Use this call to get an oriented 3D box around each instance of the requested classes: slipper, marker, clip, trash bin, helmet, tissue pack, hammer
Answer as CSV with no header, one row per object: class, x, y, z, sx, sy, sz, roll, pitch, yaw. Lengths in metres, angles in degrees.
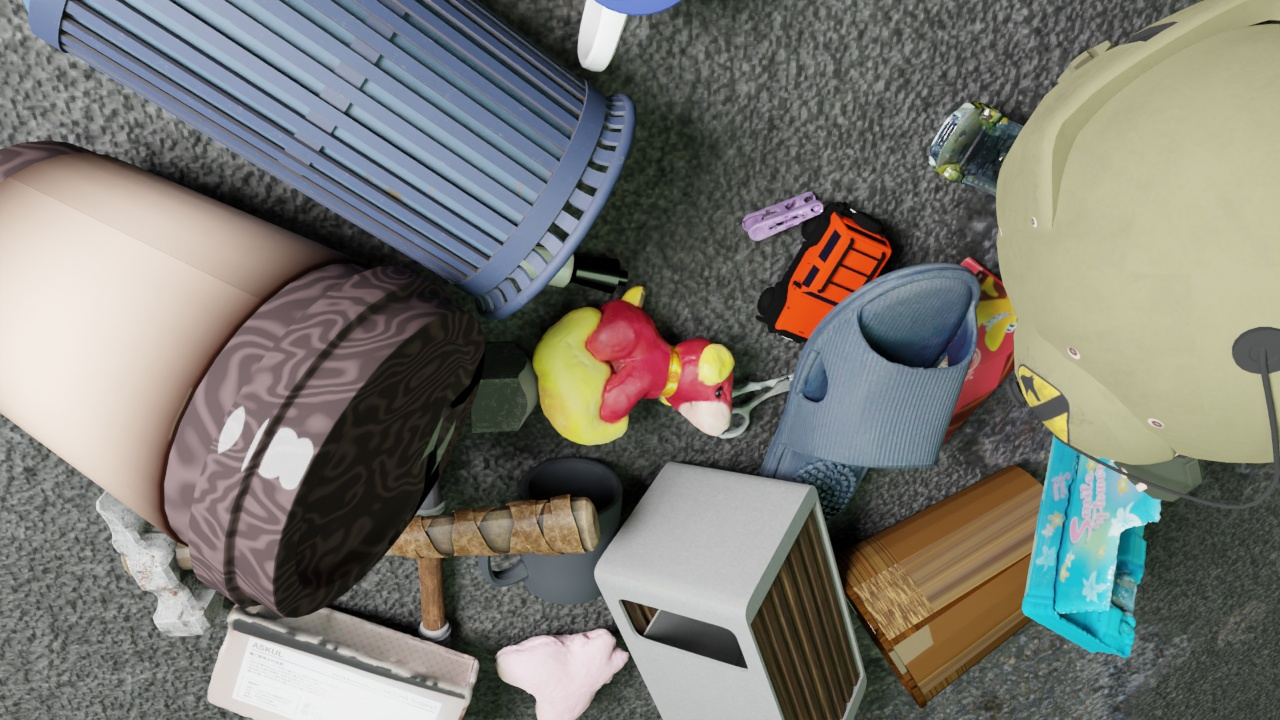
slipper,0.148,0.051,0.618,0.101,0.082,0.264,4,135,-16
marker,-0.069,-0.062,0.569,0.125,0.025,0.025,9,118,-17
clip,0.092,-0.091,0.585,0.053,0.037,0.013,-31,125,-10
trash bin,0.075,0.201,0.677,0.115,0.114,0.229,6,131,35
helmet,0.305,-0.070,0.489,0.250,0.255,0.233,-31,124,6
tissue pack,-0.221,0.239,0.689,0.181,0.071,0.104,19,113,-9
hammer,-0.153,0.133,0.662,0.156,0.043,0.323,-2,123,-11
hammer,-0.186,0.116,0.593,0.319,0.048,0.122,-5,124,7
trash bin,-0.141,-0.141,0.441,0.249,0.139,0.139,32,109,-25

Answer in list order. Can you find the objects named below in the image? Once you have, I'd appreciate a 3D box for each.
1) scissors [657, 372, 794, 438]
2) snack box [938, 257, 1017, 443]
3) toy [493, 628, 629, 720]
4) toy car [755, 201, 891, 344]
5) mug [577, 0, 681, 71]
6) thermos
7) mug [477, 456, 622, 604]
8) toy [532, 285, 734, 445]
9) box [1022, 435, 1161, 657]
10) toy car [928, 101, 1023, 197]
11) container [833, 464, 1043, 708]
scissors,0.098,0.011,0.650,0.172,0.014,0.090,-34,124,16
snack box,0.227,-0.001,0.673,0.089,0.021,0.133,28,111,-25
toy,-0.057,0.250,0.742,0.096,0.052,0.099,-29,121,3
toy car,0.121,-0.053,0.602,0.051,0.048,0.100,19,115,-22
mug,-0.012,-0.202,0.466,0.075,0.076,0.112,8,118,-17
thermos,-0.217,-0.002,0.452,0.226,0.172,0.173,27,115,9
mug,-0.065,0.124,0.647,0.105,0.071,0.078,-14,125,-29
toy,-0.004,0.003,0.602,0.137,0.067,0.105,3,94,-18
box,0.319,0.072,0.631,0.083,0.226,0.172,9,157,28
toy car,0.223,-0.133,0.583,0.105,0.033,0.048,9,123,-35
container,0.252,0.170,0.725,0.167,0.132,0.132,-33,122,1
